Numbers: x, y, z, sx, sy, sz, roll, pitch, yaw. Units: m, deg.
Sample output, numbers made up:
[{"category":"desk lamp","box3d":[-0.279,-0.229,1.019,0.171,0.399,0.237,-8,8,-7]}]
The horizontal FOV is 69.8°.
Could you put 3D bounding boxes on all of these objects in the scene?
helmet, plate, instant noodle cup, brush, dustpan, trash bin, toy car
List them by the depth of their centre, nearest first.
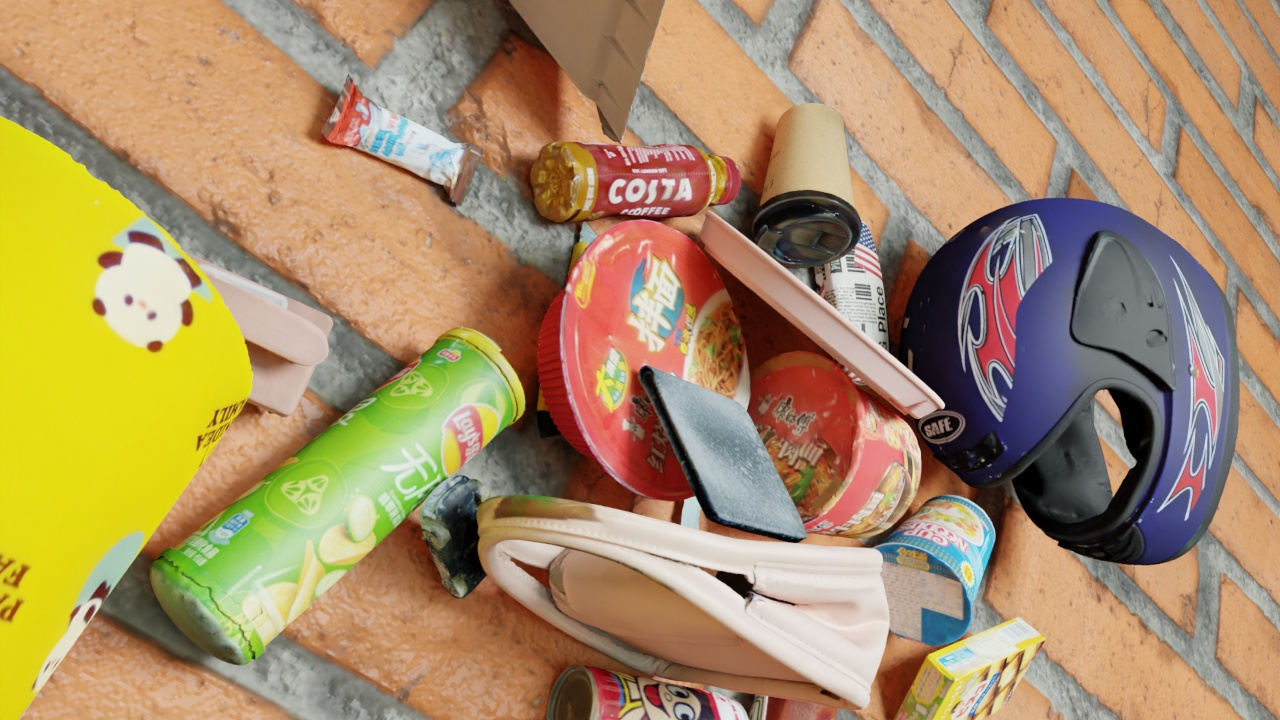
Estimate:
[{"category":"trash bin","box3d":[-0.297,0.051,0.328,0.229,0.230,0.254,43,50,-20]},{"category":"brush","box3d":[-0.239,-0.027,0.480,0.145,0.073,0.063,29,62,-26]},{"category":"toy car","box3d":[-0.108,0.103,0.541,0.042,0.034,0.091,-43,148,-32]},{"category":"dustpan","box3d":[-0.025,-0.333,0.631,0.142,0.223,0.257,-36,76,-28]},{"category":"instant noodle cup","box3d":[-0.004,0.004,0.639,0.193,0.066,0.193,14,70,-46]},{"category":"plate","box3d":[0.131,-0.032,0.697,0.229,0.229,0.028,37,99,-24]},{"category":"instant noodle cup","box3d":[0.141,0.072,0.706,0.108,0.138,0.137,22,64,-39]},{"category":"instant noodle cup","box3d":[0.253,0.172,0.789,0.109,0.099,0.099,-35,99,-46]},{"category":"helmet","box3d":[0.354,0.011,0.814,0.240,0.248,0.315,9,73,-6]}]

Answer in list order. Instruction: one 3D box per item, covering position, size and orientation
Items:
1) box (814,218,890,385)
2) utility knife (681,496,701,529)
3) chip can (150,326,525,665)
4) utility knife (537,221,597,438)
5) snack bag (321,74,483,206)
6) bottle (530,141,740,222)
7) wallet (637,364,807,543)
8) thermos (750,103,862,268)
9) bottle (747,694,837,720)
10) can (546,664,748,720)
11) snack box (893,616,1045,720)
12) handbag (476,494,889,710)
[{"category":"box","box3d":[0.190,-0.056,0.838,0.068,0.051,0.164,8,74,-46]},{"category":"utility knife","box3d":[0.048,0.046,0.713,0.029,0.013,0.217,26,61,-31]},{"category":"chip can","box3d":[-0.160,0.069,0.513,0.220,0.073,0.072,-45,105,-36]},{"category":"utility knife","box3d":[-0.048,-0.024,0.659,0.033,0.015,0.171,24,64,-34]},{"category":"snack bag","box3d":[-0.155,-0.144,0.606,0.104,0.026,0.048,25,75,-29]},{"category":"bottle","box3d":[0.003,-0.137,0.703,0.174,0.058,0.057,-10,83,-38]},{"category":"wallet","box3d":[0.052,0.061,0.584,0.097,0.019,0.120,22,33,-44]},{"category":"thermos","box3d":[0.145,-0.152,0.800,0.093,0.093,0.143,26,55,-29]},{"category":"bottle","box3d":[0.080,0.323,0.633,0.060,0.060,0.205,38,61,-23]},{"category":"can","box3d":[0.008,0.238,0.603,0.132,0.053,0.053,23,64,-30]},{"category":"snack box","box3d":[0.280,0.275,0.783,0.140,0.034,0.087,-2,121,-36]},{"category":"handbag","box3d":[0.009,0.128,0.533,0.234,0.194,0.093,29,62,-36]}]
